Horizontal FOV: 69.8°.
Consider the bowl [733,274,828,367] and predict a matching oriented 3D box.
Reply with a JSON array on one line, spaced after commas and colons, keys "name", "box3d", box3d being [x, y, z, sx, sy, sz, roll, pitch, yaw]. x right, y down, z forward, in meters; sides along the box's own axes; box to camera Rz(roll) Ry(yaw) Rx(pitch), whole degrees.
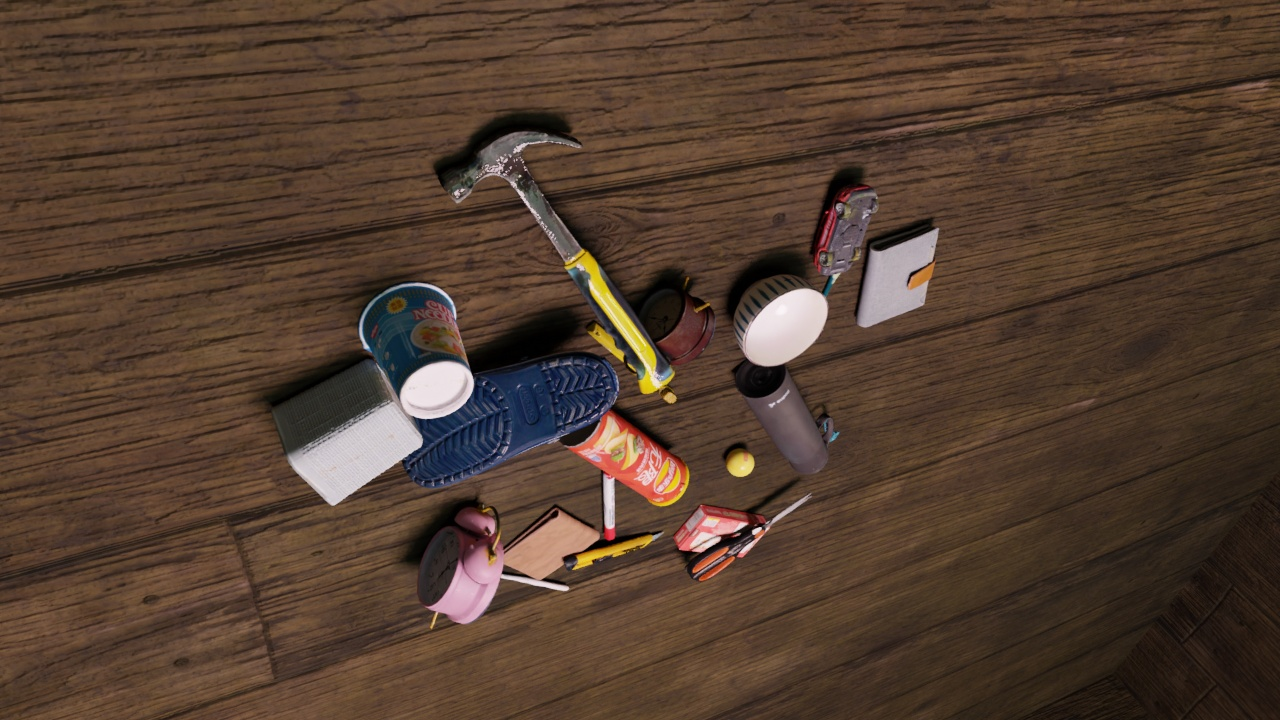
[{"name": "bowl", "box3d": [0.160, -0.057, 1.104, 0.116, 0.066, 0.117, -17, 135, -18]}]

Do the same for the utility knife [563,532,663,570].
[{"name": "utility knife", "box3d": [-0.036, 0.274, 1.322, 0.176, 0.015, 0.033, -10, 149, -36]}]

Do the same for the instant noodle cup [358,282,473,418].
[{"name": "instant noodle cup", "box3d": [-0.210, -0.004, 0.885, 0.099, 0.110, 0.099, -18, 137, -18]}]

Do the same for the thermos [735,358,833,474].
[{"name": "thermos", "box3d": [0.207, 0.072, 1.264, 0.090, 0.068, 0.242, -48, 141, -7]}]

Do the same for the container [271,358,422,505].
[{"name": "container", "box3d": [-0.291, 0.069, 0.922, 0.111, 0.090, 0.090, -31, 140, -8]}]

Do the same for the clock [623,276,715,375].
[{"name": "clock", "box3d": [0.028, -0.032, 1.032, 0.122, 0.082, 0.055, -46, 133, 12]}]

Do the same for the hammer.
[{"name": "hammer", "box3d": [-0.053, -0.090, 0.905, 0.126, 0.032, 0.323, -36, 123, 0]}]

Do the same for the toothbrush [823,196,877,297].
[{"name": "toothbrush", "box3d": [0.252, -0.120, 1.139, 0.016, 0.018, 0.192, -4, 131, -31]}]

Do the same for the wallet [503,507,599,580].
[{"name": "wallet", "box3d": [-0.127, 0.254, 1.256, 0.115, 0.020, 0.101, -39, 138, 10]}]

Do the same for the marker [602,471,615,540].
[{"name": "marker", "box3d": [-0.043, 0.197, 1.256, 0.017, 0.017, 0.145, -17, 136, -18]}]

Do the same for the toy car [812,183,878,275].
[{"name": "toy car", "box3d": [0.236, -0.155, 1.074, 0.052, 0.045, 0.121, -13, 140, -25]}]

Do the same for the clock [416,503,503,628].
[{"name": "clock", "box3d": [-0.213, 0.246, 1.122, 0.059, 0.117, 0.159, 27, 114, -33]}]

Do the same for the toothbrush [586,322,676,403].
[{"name": "toothbrush", "box3d": [-0.007, 0.006, 1.095, 0.016, 0.016, 0.190, -41, 139, 7]}]

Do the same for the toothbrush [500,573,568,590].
[{"name": "toothbrush", "box3d": [-0.165, 0.311, 1.285, 0.180, 0.016, 0.016, 24, 77, -45]}]

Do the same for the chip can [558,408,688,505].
[{"name": "chip can", "box3d": [-0.019, 0.115, 1.151, 0.073, 0.073, 0.216, -40, 138, 7]}]

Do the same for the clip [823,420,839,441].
[{"name": "clip", "box3d": [0.286, 0.108, 1.376, 0.013, 0.034, 0.055, -29, 155, -5]}]

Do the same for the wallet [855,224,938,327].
[{"name": "wallet", "box3d": [0.337, -0.108, 1.191, 0.106, 0.037, 0.130, -19, 137, -15]}]

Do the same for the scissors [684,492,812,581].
[{"name": "scissors", "box3d": [0.171, 0.275, 1.429, 0.234, 0.021, 0.140, -22, 146, -18]}]

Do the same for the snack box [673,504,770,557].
[{"name": "snack box", "box3d": [0.127, 0.266, 1.424, 0.152, 0.025, 0.075, 17, 120, -41]}]

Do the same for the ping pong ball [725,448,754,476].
[{"name": "ping pong ball", "box3d": [0.142, 0.145, 1.305, 0.040, 0.040, 0.040, -18, 137, -18]}]

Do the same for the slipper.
[{"name": "slipper", "box3d": [-0.144, 0.053, 1.002, 0.253, 0.105, 0.095, -22, -179, 7]}]
